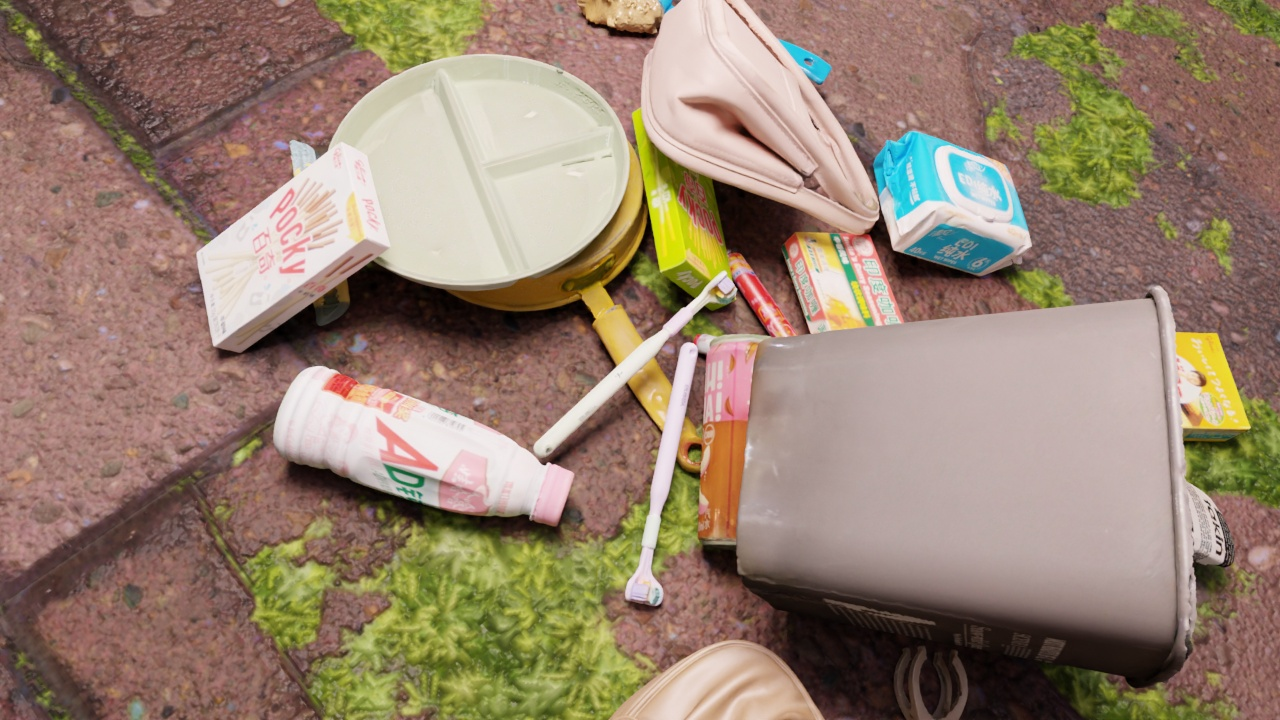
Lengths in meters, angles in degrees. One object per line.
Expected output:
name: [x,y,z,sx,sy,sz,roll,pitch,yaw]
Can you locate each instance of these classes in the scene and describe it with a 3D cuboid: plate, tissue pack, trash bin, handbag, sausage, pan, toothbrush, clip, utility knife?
plate: [-0.123,-0.146,0.700,0.230,0.027,0.229,0,59,0]
tissue pack: [0.261,-0.131,0.764,0.140,0.063,0.089,11,60,-29]
trash bin: [0.184,0.077,0.543,0.220,0.199,0.198,0,67,20]
handbag: [0.060,0.273,0.531,0.147,0.100,0.204,-22,65,-14]
sausage: [0.108,-0.029,0.734,0.020,0.020,0.155,-25,69,-19]
pan: [-0.049,-0.065,0.717,0.197,0.078,0.357,-30,65,-17]
toothbrush: [0.018,0.076,0.649,0.029,0.021,0.189,19,72,-27]
handbag: [0.112,-0.187,0.740,0.234,0.094,0.193,32,33,-24]
clip: [0.202,0.242,0.606,0.076,0.035,0.103,-2,69,-9]
utility knife: [-0.256,-0.105,0.727,0.031,0.019,0.176,-10,61,-19]
toothbrush: [-0.004,0.004,0.660,0.189,0.029,0.020,-42,47,-8]

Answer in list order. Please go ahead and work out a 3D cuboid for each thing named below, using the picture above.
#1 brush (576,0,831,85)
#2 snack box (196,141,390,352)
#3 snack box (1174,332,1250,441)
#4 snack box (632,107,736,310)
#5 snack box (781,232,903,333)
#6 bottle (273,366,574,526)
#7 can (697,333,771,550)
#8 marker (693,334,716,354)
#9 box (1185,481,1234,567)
brush: [0.056,-0.312,0.849,0.255,0.046,0.083,25,59,11]
snack box: [-0.251,-0.078,0.655,0.157,0.027,0.084,-30,65,21]
snack box: [0.411,0.020,0.747,0.140,0.034,0.086,2,64,-9]
snack box: [0.035,-0.125,0.738,0.026,0.085,0.156,-22,60,26]
snack box: [0.171,-0.031,0.731,0.077,0.027,0.155,-2,63,-26]
bottle: [-0.144,0.065,0.628,0.197,0.068,0.068,19,62,-2]
can: [0.072,0.059,0.649,0.058,0.058,0.147,5,75,-6]
marker: [0.107,0.003,0.692,0.145,0.017,0.017,16,60,24]
box: [0.355,0.111,0.670,0.163,0.076,0.075,17,57,-22]
